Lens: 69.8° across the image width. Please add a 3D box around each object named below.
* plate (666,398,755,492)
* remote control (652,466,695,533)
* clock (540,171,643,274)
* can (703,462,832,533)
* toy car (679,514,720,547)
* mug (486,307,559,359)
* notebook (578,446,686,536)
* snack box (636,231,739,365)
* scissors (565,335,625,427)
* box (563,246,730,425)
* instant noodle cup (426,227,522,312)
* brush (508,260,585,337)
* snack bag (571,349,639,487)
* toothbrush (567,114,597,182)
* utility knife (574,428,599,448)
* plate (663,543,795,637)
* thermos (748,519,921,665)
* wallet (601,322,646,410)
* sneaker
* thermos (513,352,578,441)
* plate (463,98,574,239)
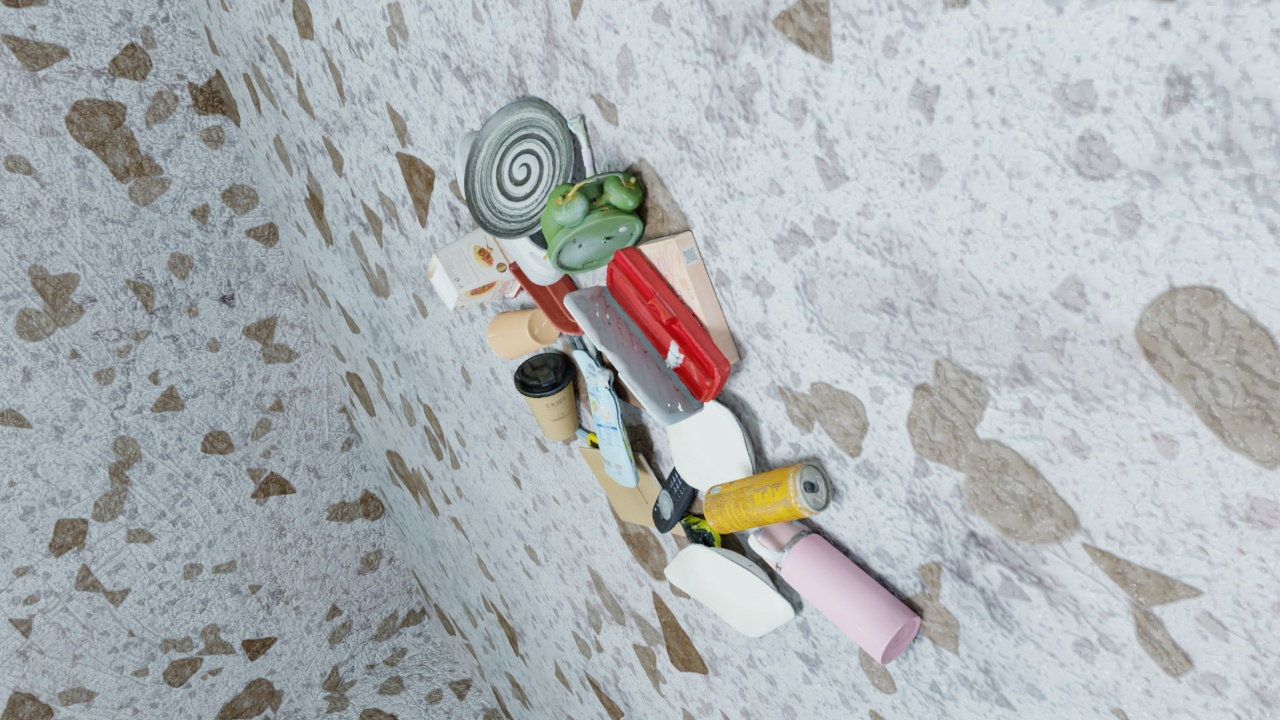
[{"bbox_3d":[0.091,0.102,1.127,0.164,0.034,0.164,25,135,50],"label":"plate"},{"bbox_3d":[0.050,0.190,1.274,0.053,0.024,0.137,61,143,34],"label":"remote control"},{"bbox_3d":[-0.056,-0.162,1.051,0.056,0.116,0.162,64,157,18],"label":"clock"},{"bbox_3d":[0.139,0.155,1.024,0.146,0.058,0.058,-23,95,44],"label":"can"},{"bbox_3d":[0.084,0.238,1.269,0.048,0.032,0.105,64,164,-4],"label":"toy car"},{"bbox_3d":[-0.177,-0.044,1.415,0.123,0.078,0.078,-7,109,56],"label":"mug"},{"bbox_3d":[-0.015,0.197,1.404,0.148,0.008,0.208,60,155,-14],"label":"notebook"},{"bbox_3d":[0.053,-0.066,1.045,0.085,0.026,0.157,-1,114,60],"label":"snack box"},{"bbox_3d":[-0.061,0.017,1.339,0.181,0.014,0.160,57,155,3],"label":"scissors"},{"bbox_3d":[0.001,-0.022,1.037,0.201,0.100,0.096,51,153,20],"label":"box"},{"bbox_3d":[-0.246,-0.139,1.385,0.116,0.124,0.117,57,153,7],"label":"instant noodle cup"},{"bbox_3d":[-0.120,-0.095,1.276,0.146,0.063,0.069,53,165,15],"label":"brush"},{"bbox_3d":[-0.047,0.080,1.282,0.110,0.038,0.191,-136,30,-64],"label":"snack bag"},{"bbox_3d":[-0.059,-0.205,1.120,0.020,0.029,0.190,-3,122,16],"label":"toothbrush"},{"bbox_3d":[-0.059,0.138,1.437,0.223,0.015,0.033,24,136,49],"label":"utility knife"},{"bbox_3d":[0.120,0.295,1.215,0.164,0.034,0.164,35,146,2],"label":"plate"},{"bbox_3d":[0.205,0.245,1.011,0.198,0.087,0.067,39,112,36],"label":"thermos"},{"bbox_3d":[-0.007,0.007,1.215,0.101,0.032,0.125,18,131,50],"label":"wallet"},{"bbox_3d":[-0.168,-0.218,1.218,0.242,0.089,0.091,56,151,9],"label":"sneaker"},{"bbox_3d":[-0.140,0.057,1.433,0.093,0.093,0.143,37,151,40],"label":"thermos"},{"bbox_3d":[-0.149,-0.237,1.152,0.180,0.024,0.179,-4,82,34],"label":"plate"}]
